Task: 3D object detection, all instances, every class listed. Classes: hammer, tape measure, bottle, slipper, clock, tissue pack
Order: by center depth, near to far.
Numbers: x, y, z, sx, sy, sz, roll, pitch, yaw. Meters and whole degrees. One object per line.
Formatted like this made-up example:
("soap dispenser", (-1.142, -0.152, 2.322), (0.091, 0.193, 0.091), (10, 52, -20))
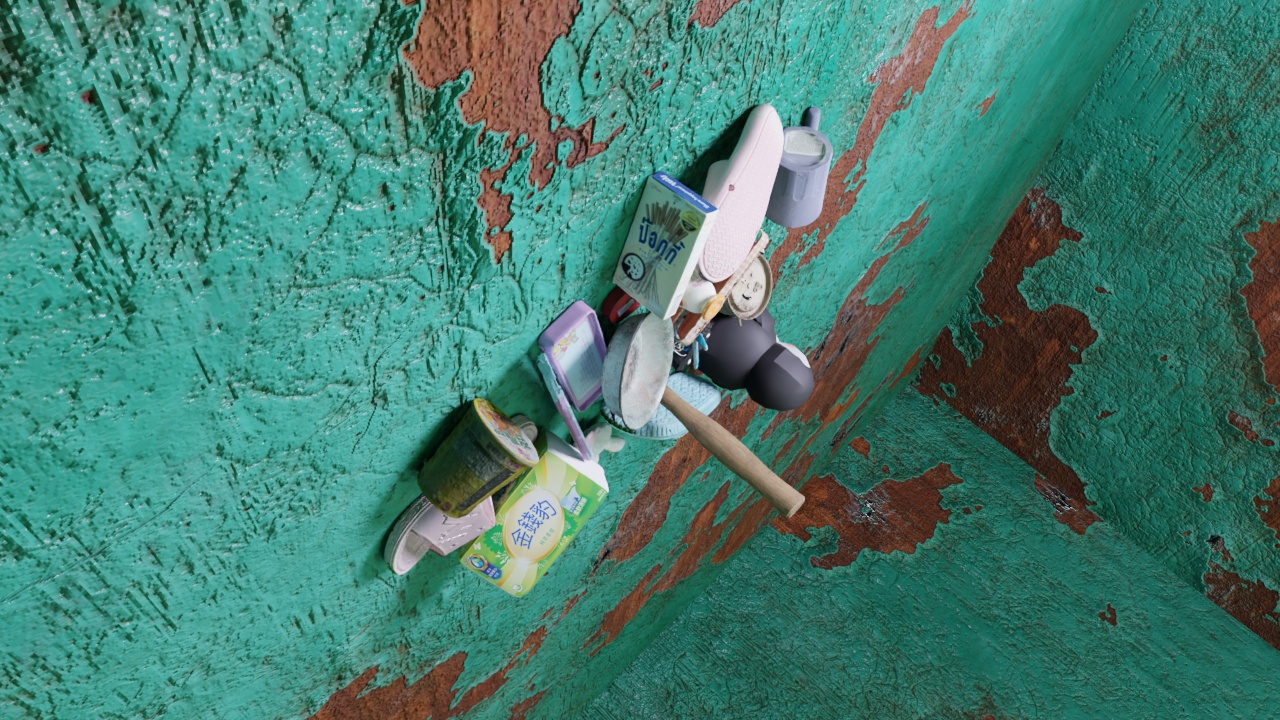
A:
("slipper", (0.109, -0.196, 1.052), (0.107, 0.056, 0.221), (45, 65, -55))
("bottle", (0.048, -0.092, 1.079), (0.063, 0.109, 0.063), (-42, 159, -20))
("slipper", (-0.201, 0.167, 1.086), (0.239, 0.064, 0.094), (-46, 160, -14))
("tape measure", (-0.022, -0.067, 1.107), (0.051, 0.019, 0.059), (-45, 160, -12))
("hammer", (0.082, 0.096, 1.197), (0.132, 0.305, 0.040), (-43, 159, -17))
("tissue pack", (-0.142, 0.190, 1.207), (0.198, 0.120, 0.141), (-45, -163, 5))
("clock", (0.137, -0.123, 1.262), (0.092, 0.055, 0.140), (16, 86, -43))
("slipper", (0.034, 0.078, 1.354), (0.275, 0.116, 0.070), (-22, 133, -59))

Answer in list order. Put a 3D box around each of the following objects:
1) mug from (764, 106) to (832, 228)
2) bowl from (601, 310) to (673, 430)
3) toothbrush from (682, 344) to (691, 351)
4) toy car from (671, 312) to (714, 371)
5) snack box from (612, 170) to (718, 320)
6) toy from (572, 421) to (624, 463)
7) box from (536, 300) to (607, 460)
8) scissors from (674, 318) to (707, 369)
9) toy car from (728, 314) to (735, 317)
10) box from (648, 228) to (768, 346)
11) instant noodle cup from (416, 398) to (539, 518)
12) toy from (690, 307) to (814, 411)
("mug", (0.206, -0.252, 1.190), (0.104, 0.084, 0.123), (88, 22, -59))
("bowl", (-0.007, 0.007, 1.142), (0.157, 0.039, 0.157), (14, 90, -68))
("toothbrush", (0.037, 0.003, 1.364), (0.166, 0.014, 0.016), (-25, 148, -50))
("toy car", (0.067, -0.029, 1.325), (0.092, 0.040, 0.037), (-56, 159, 22))
("snack box", (0.024, -0.125, 1.013), (0.026, 0.082, 0.150), (-31, 153, -44))
("toy", (-0.069, 0.119, 1.312), (0.076, 0.037, 0.125), (-41, 157, 1))
("box", (-0.079, 0.030, 1.100), (0.214, 0.062, 0.139), (76, 22, -66))
("scissors", (0.077, -0.050, 1.244), (0.140, 0.013, 0.113), (-115, -136, -67))
("toy car", (0.128, -0.105, 1.334), (0.048, 0.040, 0.113), (-48, 142, -4))
("box", (0.090, -0.108, 1.197), (0.187, 0.076, 0.054), (-54, -166, 6))
("instant noodle cup", (-0.181, 0.112, 1.000), (0.108, 0.102, 0.102), (-43, 160, 6))
("toy", (0.176, 0.007, 1.405), (0.139, 0.184, 0.159), (-27, 149, -49))
